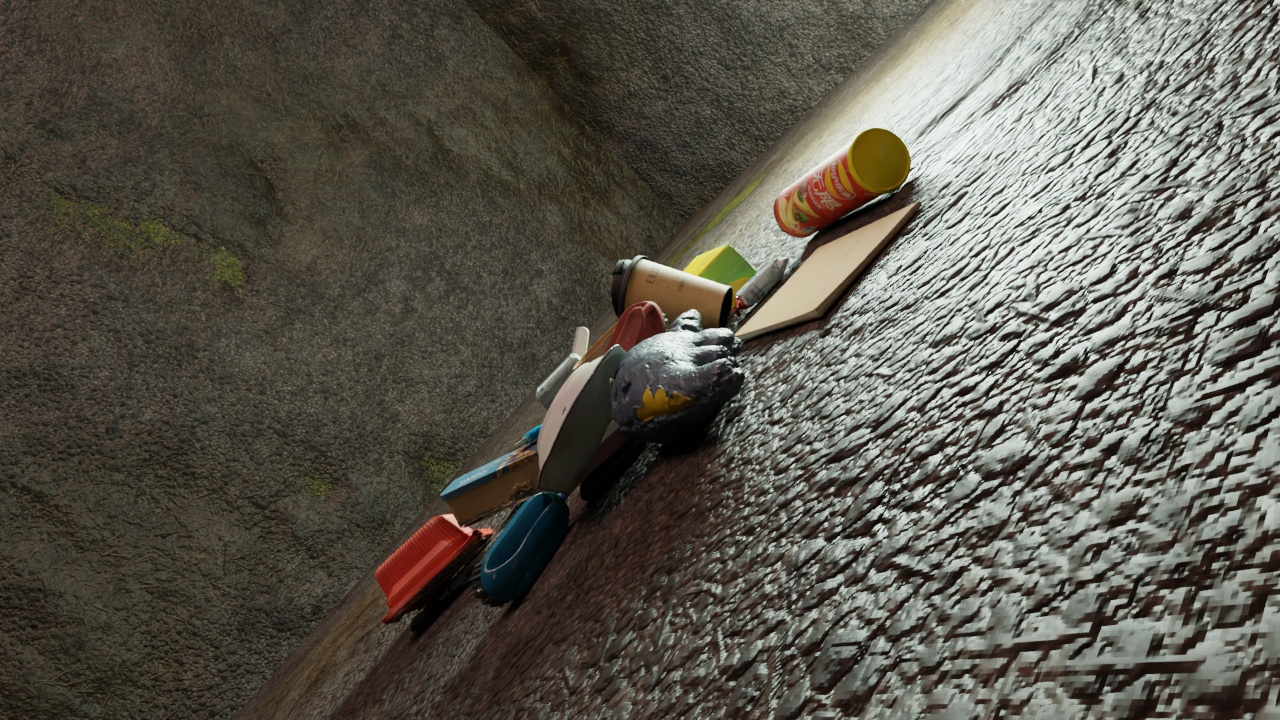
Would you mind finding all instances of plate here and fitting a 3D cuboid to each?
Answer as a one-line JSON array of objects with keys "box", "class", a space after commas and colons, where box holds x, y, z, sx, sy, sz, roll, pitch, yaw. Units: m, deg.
[{"box": [-0.063, 0.058, 0.947, 0.163, 0.034, 0.164, -62, -14, -6], "class": "plate"}]

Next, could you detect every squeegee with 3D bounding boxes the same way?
[{"box": [-0.031, 0.032, 1.343, 0.247, 0.039, 0.246, -22, 50, 47], "class": "squeegee"}]

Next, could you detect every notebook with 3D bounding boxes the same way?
[{"box": [0.180, -0.083, 0.920, 0.149, 0.012, 0.212, -46, 7, -13], "class": "notebook"}]

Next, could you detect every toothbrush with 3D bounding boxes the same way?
[{"box": [-0.247, 0.300, 1.224, 0.188, 0.016, 0.017, -44, 15, 14], "class": "toothbrush"}]

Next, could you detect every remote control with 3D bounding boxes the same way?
[{"box": [-0.161, 0.208, 1.213, 0.056, 0.019, 0.135, -43, 5, 18], "class": "remote control"}]

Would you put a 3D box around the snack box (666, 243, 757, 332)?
[{"box": [0.072, -0.080, 1.300, 0.157, 0.070, 0.210, -46, 6, -5], "class": "snack box"}]

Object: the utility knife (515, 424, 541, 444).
[{"box": [-0.120, 0.085, 1.274, 0.034, 0.018, 0.165, -30, 0, 42], "class": "utility knife"}]

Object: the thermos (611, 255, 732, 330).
[{"box": [0.038, -0.077, 1.145, 0.093, 0.143, 0.093, 14, -91, -72], "class": "thermos"}]

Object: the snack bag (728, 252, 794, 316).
[{"box": [0.147, -0.094, 1.115, 0.105, 0.026, 0.045, -45, -2, 0], "class": "snack bag"}]

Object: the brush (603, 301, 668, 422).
[{"box": [-0.015, 0.000, 1.043, 0.069, 0.063, 0.146, -15, -49, -64], "class": "brush"}]

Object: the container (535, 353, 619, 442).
[{"box": [-0.076, 0.055, 1.228, 0.090, 0.111, 0.090, -46, 6, -1], "class": "container"}]

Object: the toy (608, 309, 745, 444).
[{"box": [0.033, 0.015, 0.887, 0.138, 0.091, 0.356, -42, 8, 9], "class": "toy"}]

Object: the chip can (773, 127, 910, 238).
[{"box": [0.227, -0.202, 1.071, 0.073, 0.073, 0.217, -47, 7, -14], "class": "chip can"}]

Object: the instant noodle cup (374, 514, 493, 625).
[{"box": [-0.290, 0.279, 1.272, 0.164, 0.079, 0.189, -43, -6, -5], "class": "instant noodle cup"}]

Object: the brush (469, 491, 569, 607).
[{"box": [-0.112, 0.183, 0.923, 0.074, 0.055, 0.143, -41, 8, 38], "class": "brush"}]

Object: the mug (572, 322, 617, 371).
[{"box": [-0.007, 0.007, 1.122, 0.125, 0.103, 0.084, -40, 9, 41], "class": "mug"}]

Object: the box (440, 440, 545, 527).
[{"box": [-0.181, 0.162, 1.229, 0.184, 0.059, 0.089, -24, 7, 7], "class": "box"}]

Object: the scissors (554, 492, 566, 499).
[{"box": [-0.085, 0.152, 1.132, 0.170, 0.012, 0.146, -43, 6, 25], "class": "scissors"}]

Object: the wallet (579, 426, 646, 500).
[{"box": [-0.033, 0.110, 1.044, 0.096, 0.020, 0.122, -45, 9, 1], "class": "wallet"}]
